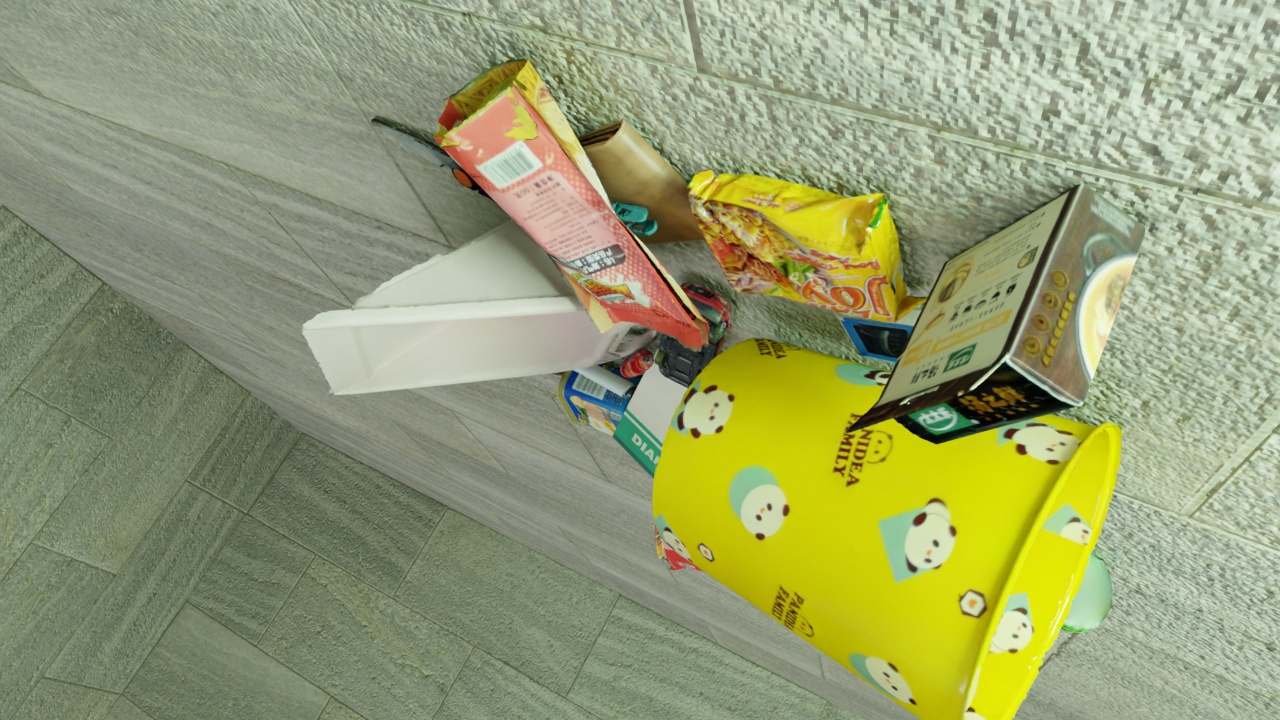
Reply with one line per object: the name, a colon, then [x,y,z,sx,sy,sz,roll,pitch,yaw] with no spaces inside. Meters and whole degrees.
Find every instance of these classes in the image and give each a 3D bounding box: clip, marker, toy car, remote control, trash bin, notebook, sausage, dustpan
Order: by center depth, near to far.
remote control: [0.188,-0.014,0.585,0.125,0.024,0.049,12,154,39]
clip: [-0.011,-0.097,0.625,0.057,0.014,0.046,18,160,47]
trash bin: [0.162,0.108,0.650,0.255,0.229,0.229,22,160,35]
toy car: [0.043,-0.021,0.742,0.053,0.045,0.121,26,153,10]
dustpan: [-0.126,-0.010,0.780,0.139,0.273,0.223,54,164,5]
notebook: [0.065,0.102,0.874,0.209,0.012,0.151,45,140,17]
sausage: [-0.005,0.005,0.876,0.020,0.020,0.156,31,172,-4]
marker: [-0.062,0.005,0.950,0.131,0.018,0.022,27,-178,13]

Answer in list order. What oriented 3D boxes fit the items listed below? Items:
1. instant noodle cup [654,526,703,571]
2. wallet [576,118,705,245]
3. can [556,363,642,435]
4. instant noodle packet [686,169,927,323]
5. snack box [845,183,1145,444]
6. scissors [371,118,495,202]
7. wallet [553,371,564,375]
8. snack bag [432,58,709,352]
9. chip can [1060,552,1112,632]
instant noodle cup: [0.095,0.186,1.072,0.109,0.137,0.138,8,152,29]
wallet: [-0.009,-0.115,0.625,0.101,0.020,0.115,39,162,-28]
can: [-0.034,0.044,0.998,0.083,0.057,0.102,20,159,18]
instant noodle packet: [0.100,-0.066,0.553,0.128,0.044,0.111,16,161,34]
snack box: [0.173,-0.012,0.457,0.053,0.125,0.113,32,161,-6]
scissors: [-0.121,-0.148,0.692,0.235,0.021,0.125,37,160,0]
wallet: [-0.118,-0.023,1.006,0.096,0.020,0.122,15,156,23]
snack bag: [-0.043,-0.089,0.597,0.129,0.073,0.208,11,146,54]
chip can: [0.333,0.208,0.861,0.072,0.072,0.222,34,161,-12]
